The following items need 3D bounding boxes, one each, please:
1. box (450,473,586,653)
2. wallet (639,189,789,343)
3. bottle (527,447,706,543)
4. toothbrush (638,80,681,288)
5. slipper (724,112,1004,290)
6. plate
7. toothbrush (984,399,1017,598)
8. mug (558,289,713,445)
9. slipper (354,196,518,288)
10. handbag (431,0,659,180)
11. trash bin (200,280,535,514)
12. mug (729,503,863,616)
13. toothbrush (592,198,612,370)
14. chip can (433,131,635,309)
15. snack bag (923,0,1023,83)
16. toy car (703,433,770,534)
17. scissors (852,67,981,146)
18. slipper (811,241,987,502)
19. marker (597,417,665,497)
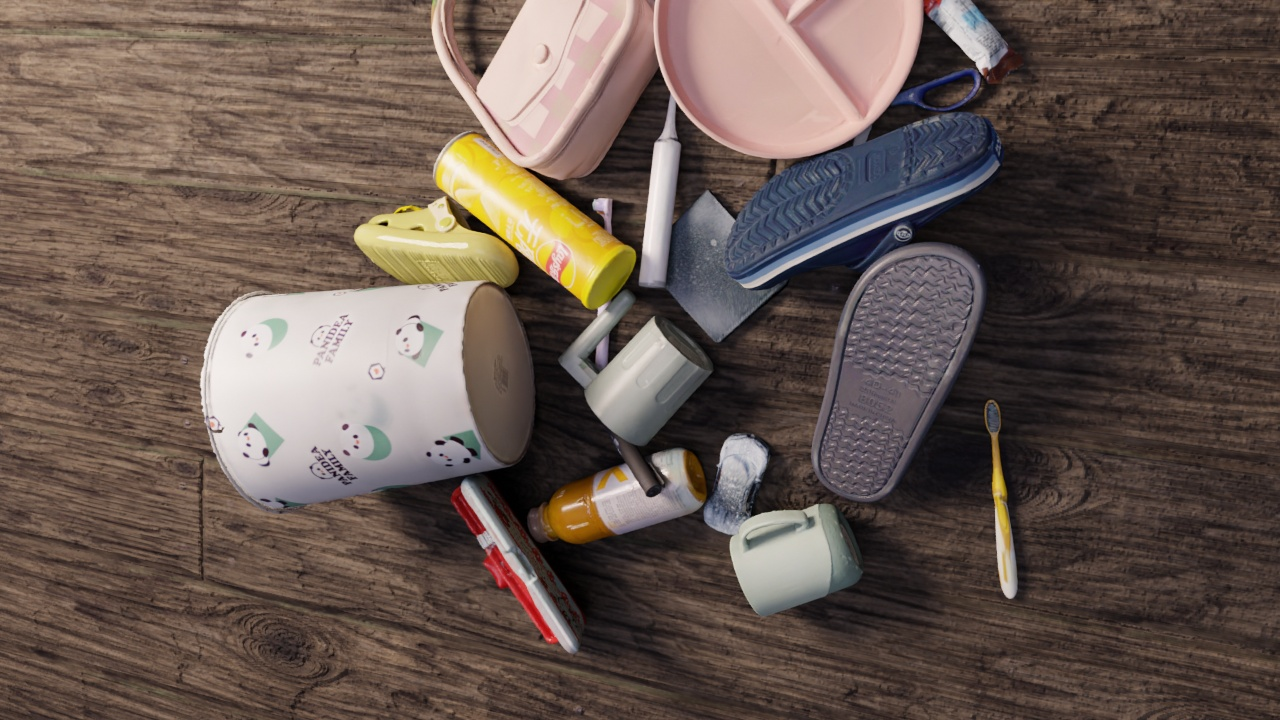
[{"bbox_3d":[-0.125,0.207,0.949,0.060,0.161,0.201,-34,88,-20],"label":"box"},{"bbox_3d":[0.071,-0.090,0.894,0.097,0.019,0.121,-42,87,18],"label":"wallet"},{"bbox_3d":[-0.027,0.144,0.937,0.190,0.068,0.068,-20,93,20],"label":"bottle"},{"bbox_3d":[0.023,-0.180,0.880,0.026,0.026,0.221,7,92,26],"label":"toothbrush"},{"bbox_3d":[0.195,-0.131,0.811,0.253,0.104,0.095,-23,128,27],"label":"slipper"},{"bbox_3d":[0.126,-0.293,0.798,0.229,0.028,0.230,1,109,4],"label":"plate"},{"bbox_3d":[0.333,0.130,0.847,0.016,0.018,0.191,-6,97,20],"label":"toothbrush"},{"bbox_3d":[-0.005,0.005,0.900,0.124,0.083,0.103,45,107,6],"label":"mug"},{"bbox_3d":[-0.202,-0.122,0.950,0.191,0.092,0.081,9,62,25],"label":"slipper"},{"bbox_3d":[-0.105,-0.309,0.886,0.234,0.093,0.194,41,108,15],"label":"handbag"},{"bbox_3d":[-0.254,0.027,0.917,0.252,0.229,0.229,-7,97,14],"label":"trash bin"},{"bbox_3d":[0.144,0.180,0.872,0.106,0.082,0.112,-24,125,18],"label":"mug"},{"bbox_3d":[-0.039,-0.069,0.931,0.021,0.029,0.189,-3,102,-20],"label":"toothbrush"},{"bbox_3d":[-0.105,-0.139,0.899,0.213,0.072,0.072,39,108,15],"label":"chip can"},{"bbox_3d":[0.282,-0.284,0.787,0.045,0.026,0.105,-38,84,-20],"label":"snack bag"},{"bbox_3d":[0.095,0.124,0.915,0.049,0.031,0.106,17,103,13],"label":"toy car"},{"bbox_3d":[0.219,-0.243,0.824,0.162,0.012,0.176,8,103,17],"label":"scissors"},{"bbox_3d":[0.229,0.006,0.835,0.111,0.083,0.269,24,124,17],"label":"slipper"},{"bbox_3d":[-0.013,0.083,0.909,0.022,0.020,0.132,-27,46,-9],"label":"marker"}]
